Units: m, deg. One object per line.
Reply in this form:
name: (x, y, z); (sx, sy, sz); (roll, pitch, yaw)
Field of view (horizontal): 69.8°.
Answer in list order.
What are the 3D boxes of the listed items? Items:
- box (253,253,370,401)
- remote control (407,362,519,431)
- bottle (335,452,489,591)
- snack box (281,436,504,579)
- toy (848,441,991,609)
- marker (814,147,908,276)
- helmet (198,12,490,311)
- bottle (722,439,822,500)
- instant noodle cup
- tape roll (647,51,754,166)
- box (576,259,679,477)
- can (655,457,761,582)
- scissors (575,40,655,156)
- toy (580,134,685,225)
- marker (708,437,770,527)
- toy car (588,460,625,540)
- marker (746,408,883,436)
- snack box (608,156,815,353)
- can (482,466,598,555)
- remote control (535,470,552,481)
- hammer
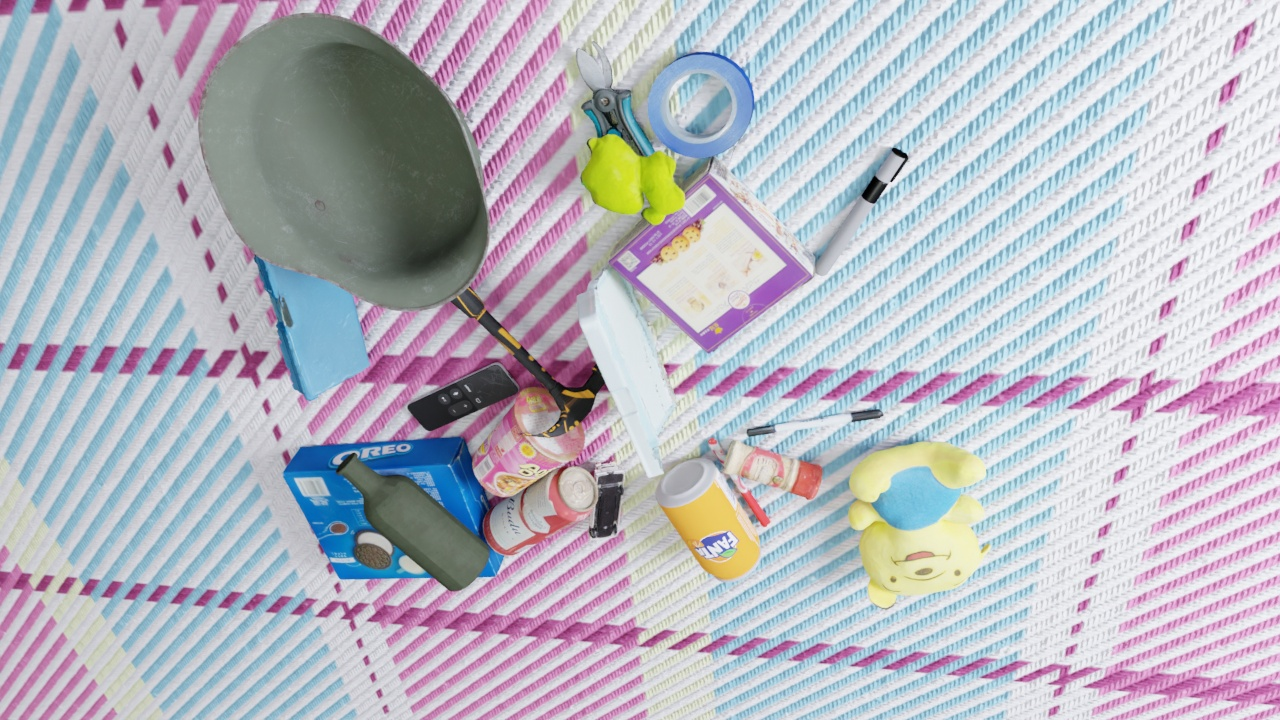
box: (-0.379, -0.083, 1.002); (0.102, 0.094, 0.232); (23, 134, 33)
remote control: (-0.210, 0.044, 1.082); (0.147, 0.008, 0.045); (-23, 117, 26)
bottle: (-0.273, 0.188, 1.090); (0.072, 0.071, 0.207); (-31, 114, 29)
snack box: (-0.312, 0.196, 1.183); (0.239, 0.056, 0.196); (-5, 124, 14)
toy: (0.309, 0.179, 1.019); (0.149, 0.083, 0.214); (-7, 125, 18)
marker: (0.204, -0.136, 0.860); (0.016, 0.016, 0.141); (25, 126, -6)
helmet: (-0.239, -0.179, 0.838); (0.227, 0.153, 0.268); (-28, 108, 15)
bottle: (0.149, 0.123, 1.039); (0.109, 0.044, 0.044); (17, 126, 0)
instant noodle cup: (-0.134, 0.100, 1.049); (0.097, 0.097, 0.109); (39, 123, -16)
tape roll: (0.054, -0.228, 0.820); (0.093, 0.016, 0.091); (21, 120, 2)
box: (-0.012, 0.007, 0.933); (0.049, 0.136, 0.197); (-10, 122, 20)
can: (0.082, 0.188, 1.076); (0.079, 0.078, 0.142); (-20, 118, 24)
scissors: (-0.022, -0.214, 0.853); (0.128, 0.019, 0.154); (24, 127, -6)
toy: (-0.008, -0.166, 0.845); (0.094, 0.036, 0.094); (-12, 111, 23)
marker: (0.116, 0.144, 1.079); (0.013, 0.012, 0.142); (-22, 118, 25)
toy car: (-0.043, 0.170, 1.117); (0.039, 0.039, 0.113); (-5, 129, -16)
marker: (0.191, 0.069, 1.011); (0.152, 0.011, 0.011); (-11, 122, 19)
snack box: (0.069, -0.099, 0.900); (0.148, 0.040, 0.144); (41, 123, -17)
can: (-0.123, 0.182, 1.106); (0.067, 0.067, 0.171); (41, 133, -17)
remote control: (-0.112, 0.149, 1.132); (0.131, 0.012, 0.033); (42, 125, -17)
hammer: (-0.172, -0.048, 0.966); (0.320, 0.123, 0.036); (45, 159, -12)
